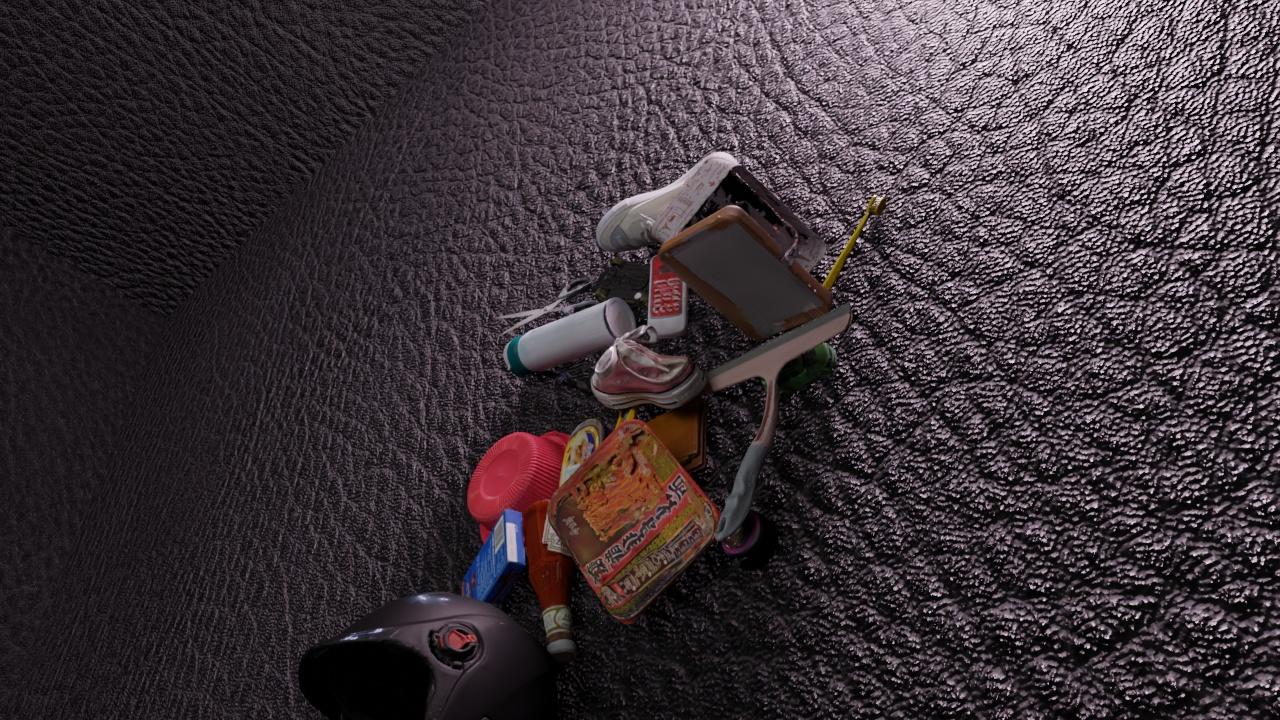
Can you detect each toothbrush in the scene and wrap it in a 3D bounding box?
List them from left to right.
[{"bbox_3d":[-0.123,0.026,1.380,0.014,0.017,0.189,-53,33,-13],"label":"toothbrush"},{"bbox_3d":[0.245,-0.119,1.098,0.017,0.015,0.190,19,73,47],"label":"toothbrush"}]

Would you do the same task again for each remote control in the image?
[{"bbox_3d":[0.039,-0.092,1.272,0.056,0.020,0.135,-6,59,16],"label":"remote control"}]

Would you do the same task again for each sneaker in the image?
[{"bbox_3d":[-0.007,0.007,1.166,0.118,0.088,0.241,-41,18,-19],"label":"sneaker"},{"bbox_3d":[0.044,-0.210,1.354,0.243,0.089,0.090,-27,45,21],"label":"sneaker"}]

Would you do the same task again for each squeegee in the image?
[{"bbox_3d":[0.122,0.086,0.973,0.248,0.040,0.248,-28,34,49],"label":"squeegee"}]

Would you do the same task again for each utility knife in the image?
[{"bbox_3d":[-0.024,0.087,1.172,0.033,0.015,0.164,-30,19,23],"label":"utility knife"}]

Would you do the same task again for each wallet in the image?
[{"bbox_3d":[0.023,0.114,1.116,0.131,0.035,0.118,-29,39,30],"label":"wallet"}]

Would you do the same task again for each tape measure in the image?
[{"bbox_3d":[0.111,0.184,0.949,0.058,0.039,0.057,-52,34,-2],"label":"tape measure"}]

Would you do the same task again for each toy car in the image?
[{"bbox_3d":[-0.006,-0.109,1.345,0.158,0.042,0.070,12,67,41],"label":"toy car"},{"bbox_3d":[0.179,0.010,1.039,0.091,0.036,0.043,-28,39,24],"label":"toy car"}]

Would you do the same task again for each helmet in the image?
[{"bbox_3d":[-0.213,0.357,0.964,0.234,0.274,0.229,-43,5,32],"label":"helmet"}]

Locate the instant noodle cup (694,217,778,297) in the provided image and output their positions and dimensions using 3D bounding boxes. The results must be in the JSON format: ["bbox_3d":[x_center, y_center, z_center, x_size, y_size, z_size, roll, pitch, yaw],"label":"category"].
[{"bbox_3d":[0.097,-0.167,1.226,0.138,0.108,0.137,-30,39,28],"label":"instant noodle cup"}]

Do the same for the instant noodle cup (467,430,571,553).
[{"bbox_3d":[-0.171,0.169,1.260,0.194,0.066,0.193,-30,39,27],"label":"instant noodle cup"}]

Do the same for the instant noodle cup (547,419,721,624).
[{"bbox_3d":[-0.002,0.178,1.022,0.164,0.079,0.189,-45,55,7],"label":"instant noodle cup"}]

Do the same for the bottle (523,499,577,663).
[{"bbox_3d":[-0.105,0.263,1.106,0.060,0.059,0.205,-35,42,21],"label":"bottle"}]

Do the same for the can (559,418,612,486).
[{"bbox_3d":[-0.061,0.146,1.170,0.075,0.049,0.147,-25,42,32],"label":"can"}]

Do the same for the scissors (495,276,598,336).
[{"bbox_3d":[-0.141,-0.083,1.448,0.175,0.014,0.159,13,49,32],"label":"scissors"}]

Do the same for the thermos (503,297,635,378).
[{"bbox_3d":[-0.113,-0.032,1.371,0.225,0.073,0.073,-18,46,36],"label":"thermos"}]

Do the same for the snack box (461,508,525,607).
[{"bbox_3d":[-0.190,0.273,1.173,0.157,0.026,0.084,-57,28,31],"label":"snack box"}]

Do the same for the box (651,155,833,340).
[{"bbox_3d":[0.127,-0.123,1.070,0.153,0.182,0.181,-52,27,2],"label":"box"}]
